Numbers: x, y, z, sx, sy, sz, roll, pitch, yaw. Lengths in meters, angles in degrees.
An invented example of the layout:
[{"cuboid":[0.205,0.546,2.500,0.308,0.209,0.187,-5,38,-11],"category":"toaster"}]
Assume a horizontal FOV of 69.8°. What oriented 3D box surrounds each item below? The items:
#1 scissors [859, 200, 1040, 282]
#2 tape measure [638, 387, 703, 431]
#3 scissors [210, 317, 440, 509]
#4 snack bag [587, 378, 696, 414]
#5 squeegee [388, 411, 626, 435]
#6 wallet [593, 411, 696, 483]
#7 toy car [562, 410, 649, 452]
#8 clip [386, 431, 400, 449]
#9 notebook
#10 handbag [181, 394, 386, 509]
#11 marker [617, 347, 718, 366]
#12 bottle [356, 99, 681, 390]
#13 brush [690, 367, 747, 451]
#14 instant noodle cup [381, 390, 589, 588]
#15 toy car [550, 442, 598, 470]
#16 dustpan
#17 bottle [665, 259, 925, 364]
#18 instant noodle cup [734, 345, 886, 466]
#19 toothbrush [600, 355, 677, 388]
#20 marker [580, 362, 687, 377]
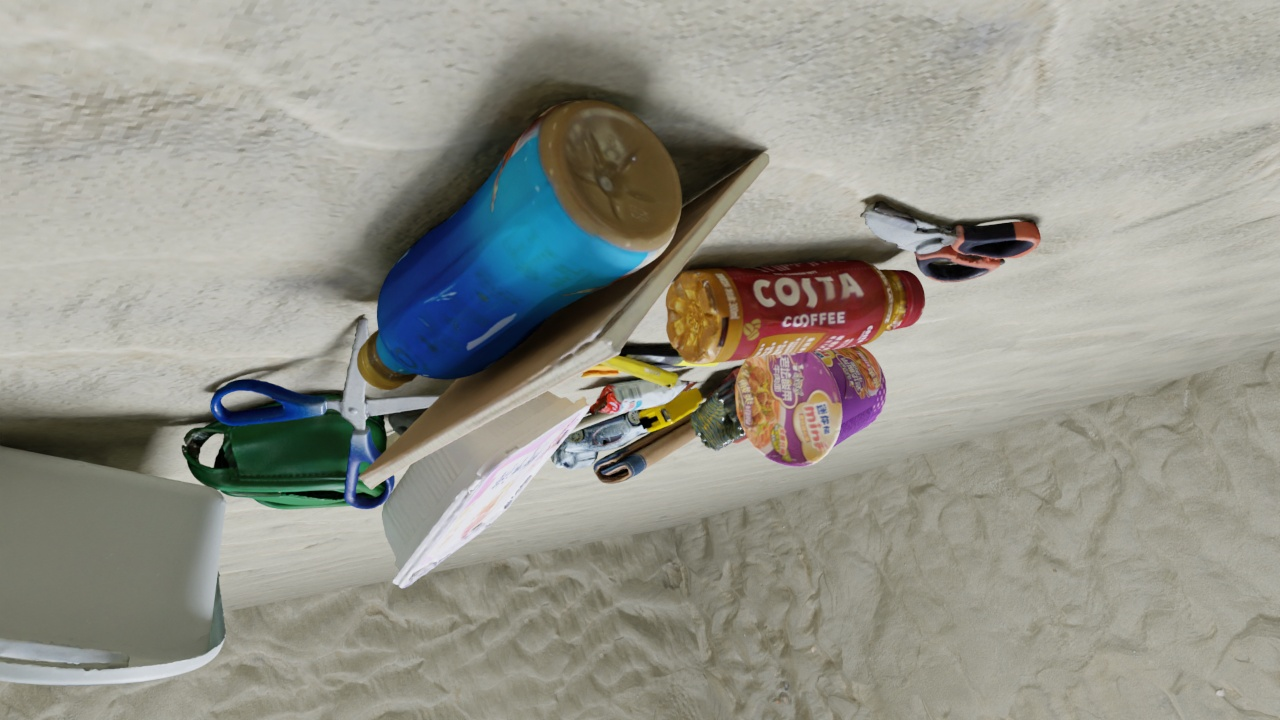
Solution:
[{"cuboid":[0.202,-0.081,0.579,0.177,0.015,0.210,-12,167,2],"category":"scissors"},{"cuboid":[0.026,0.045,0.886,0.059,0.029,0.057,-27,180,-43],"category":"tape measure"},{"cuboid":[-0.180,0.036,0.557,0.176,0.012,0.163,1,131,9],"category":"scissors"},{"cuboid":[-0.001,0.030,0.812,0.105,0.026,0.045,-8,161,-32],"category":"snack bag"},{"cuboid":[-0.128,0.069,0.820,0.247,0.039,0.246,-21,165,28],"category":"squeegee"},{"cuboid":[0.011,0.096,1.015,0.115,0.033,0.090,-27,180,-27],"category":"wallet"},{"cuboid":[-0.031,0.077,0.966,0.106,0.031,0.049,-17,168,8],"category":"toy car"},{"cuboid":[-0.251,0.087,0.791,0.101,0.034,0.076,-27,161,31],"category":"clip"},{"cuboid":[-0.042,-0.016,0.438,0.212,0.012,0.149,-28,-162,46],"category":"notebook"},{"cuboid":[-0.249,0.070,0.666,0.120,0.068,0.131,-5,167,-3],"category":"handbag"},{"cuboid":[0.015,-0.005,0.715,0.124,0.015,0.018,3,158,-41],"category":"marker"},{"cuboid":[-0.072,-0.032,0.401,0.065,0.065,0.219,-2,163,-40],"category":"bottle"},{"cuboid":[0.098,0.050,0.922,0.069,0.063,0.146,-32,173,-16],"category":"brush"},{"cuboid":[-0.130,0.086,0.708,0.174,0.060,0.137,-52,169,33],"category":"instant noodle cup"},{"cuboid":[-0.073,0.107,1.048,0.042,0.034,0.091,-11,168,-23],"category":"toy car"},{"cuboid":[-0.377,0.147,0.581,0.222,0.142,0.259,18,146,-29],"category":"dustpan"},{"cuboid":[0.103,-0.034,0.581,0.174,0.057,0.058,-7,165,-28],"category":"bottle"},{"cuboid":[0.157,0.029,0.813,0.099,0.111,0.112,-14,171,-42],"category":"instant noodle cup"},{"cuboid":[-0.026,0.002,0.656,0.016,0.016,0.190,-21,159,28],"category":"toothbrush"},{"cuboid":[-0.004,0.004,0.726,0.018,0.015,0.123,-17,170,40],"category":"marker"}]
